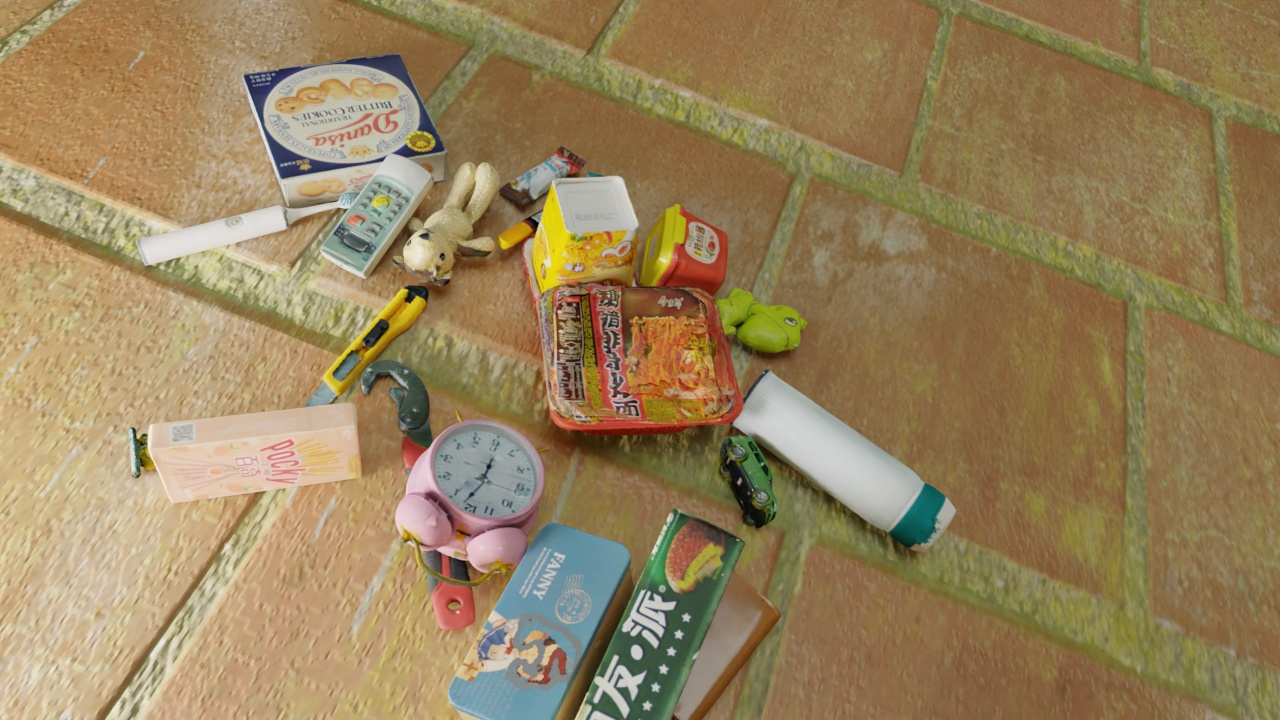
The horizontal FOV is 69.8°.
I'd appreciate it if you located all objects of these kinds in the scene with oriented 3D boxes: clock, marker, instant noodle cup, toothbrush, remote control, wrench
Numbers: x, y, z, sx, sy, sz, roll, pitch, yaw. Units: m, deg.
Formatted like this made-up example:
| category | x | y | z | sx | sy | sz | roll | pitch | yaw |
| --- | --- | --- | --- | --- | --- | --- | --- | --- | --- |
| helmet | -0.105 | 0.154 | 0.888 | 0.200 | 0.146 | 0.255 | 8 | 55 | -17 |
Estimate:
| category | x | y | z | sx | sy | sz | roll | pitch | yaw |
| --- | --- | --- | --- | --- | --- | --- | --- | --- | --- |
| clock | -0.142 | 0.120 | 0.777 | 0.117 | 0.060 | 0.158 | 23 | 47 | -10 |
| marker | -0.116 | -0.151 | 1.011 | 0.018 | 0.015 | 0.123 | 36 | 43 | 10 |
| instant noodle cup | -0.056 | -0.118 | 0.943 | 0.116 | 0.124 | 0.116 | -6 | 57 | -17 |
| toothbrush | -0.394 | -0.139 | 0.940 | 0.220 | 0.026 | 0.026 | -21 | 73 | -25 |
| remote control | -0.273 | -0.152 | 0.955 | 0.056 | 0.019 | 0.135 | 29 | 74 | 8 |
| wrench | -0.193 | 0.110 | 0.816 | 0.056 | 0.016 | 0.273 | -13 | 59 | -21 |
| instant noodle cup | -0.005 | 0.005 | 0.895 | 0.188 | 0.079 | 0.164 | -1 | 56 | -12 |

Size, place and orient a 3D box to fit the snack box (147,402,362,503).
| category | x | y | z | sx | sy | sz | roll | pitch | yaw |
| --- | --- | --- | --- | --- | --- | --- | --- | --- | --- |
| snack box | -0.316 | 0.077 | 0.768 | 0.157 | 0.085 | 0.026 | -6 | 53 | -17 |

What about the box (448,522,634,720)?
| category | x | y | z | sx | sy | sz | roll | pitch | yaw |
| --- | --- | --- | --- | --- | --- | --- | --- | --- | --- |
| box | -0.070 | 0.215 | 0.728 | 0.090 | 0.063 | 0.183 | 12 | 52 | 19 |

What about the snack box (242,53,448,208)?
| category | x | y | z | sx | sy | sz | roll | pitch | yaw |
| --- | --- | --- | --- | --- | --- | --- | --- | --- | --- |
| snack box | -0.330 | -0.263 | 1.032 | 0.177 | 0.046 | 0.182 | -17 | 60 | -23 |

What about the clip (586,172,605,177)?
| category | x | y | z | sx | sy | sz | roll | pitch | yaw |
| --- | --- | --- | --- | --- | --- | --- | --- | --- | --- |
| clip | -0.044 | -0.206 | 1.072 | 0.055 | 0.034 | 0.013 | -4 | 55 | -35 |

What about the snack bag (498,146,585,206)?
| category | x | y | z | sx | sy | sz | roll | pitch | yaw |
| --- | --- | --- | --- | --- | --- | --- | --- | --- | --- |
| snack bag | -0.112 | -0.212 | 1.059 | 0.048 | 0.026 | 0.104 | 34 | 53 | 26 |

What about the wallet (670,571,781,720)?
| category | x | y | z | sx | sy | sz | roll | pitch | yaw |
| --- | --- | --- | --- | --- | --- | --- | --- | --- | --- |
| wallet | 0.040 | 0.228 | 0.775 | 0.108 | 0.031 | 0.131 | 38 | 60 | 15 |

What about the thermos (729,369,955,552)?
| category | x | y | z | sx | sy | sz | roll | pitch | yaw |
| --- | --- | --- | --- | --- | --- | --- | --- | --- | --- |
| thermos | 0.196 | 0.098 | 0.885 | 0.224 | 0.073 | 0.073 | 36 | 55 | 12 |

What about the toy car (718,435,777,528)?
| category | x | y | z | sx | sy | sz | roll | pitch | yaw |
| --- | --- | --- | --- | --- | --- | --- | --- | --- | --- |
| toy car | 0.103 | 0.113 | 0.865 | 0.036 | 0.043 | 0.091 | -9 | 58 | -20 |

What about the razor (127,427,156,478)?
| category | x | y | z | sx | sy | sz | roll | pitch | yaw |
| --- | --- | --- | --- | --- | --- | --- | --- | --- | --- |
| razor | -0.370 | 0.072 | 0.794 | 0.132 | 0.028 | 0.043 | -7 | 80 | -14 |

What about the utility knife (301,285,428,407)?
| category | x | y | z | sx | sy | sz | roll | pitch | yaw |
| --- | --- | --- | --- | --- | --- | --- | --- | --- | --- |
| utility knife | -0.263 | -0.011 | 0.886 | 0.033 | 0.015 | 0.189 | 25 | 54 | 9 |

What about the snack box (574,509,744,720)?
| category | x | y | z | sx | sy | sz | roll | pitch | yaw |
| --- | --- | --- | --- | --- | --- | --- | --- | --- | --- |
| snack box | -0.001 | 0.239 | 0.680 | 0.063 | 0.115 | 0.239 | 24 | 64 | 9 |

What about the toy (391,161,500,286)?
| category | x | y | z | sx | sy | sz | roll | pitch | yaw |
| --- | --- | --- | --- | --- | --- | --- | --- | --- | --- |
| toy | -0.199 | -0.147 | 0.967 | 0.105 | 0.066 | 0.156 | 19 | 60 | 8 |

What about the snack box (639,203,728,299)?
| category | x | y | z | sx | sy | sz | roll | pitch | yaw |
| --- | --- | --- | --- | --- | --- | --- | --- | --- | --- |
| snack box | 0.048 | -0.109 | 0.994 | 0.080 | 0.082 | 0.091 | 20 | 53 | -16 |

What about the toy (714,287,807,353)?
| category | x | y | z | sx | sy | sz | roll | pitch | yaw |
| --- | --- | --- | --- | --- | --- | --- | --- | --- | --- |
| toy | 0.126 | -0.040 | 0.988 | 0.096 | 0.031 | 0.100 | -29 | 61 | -29 |
